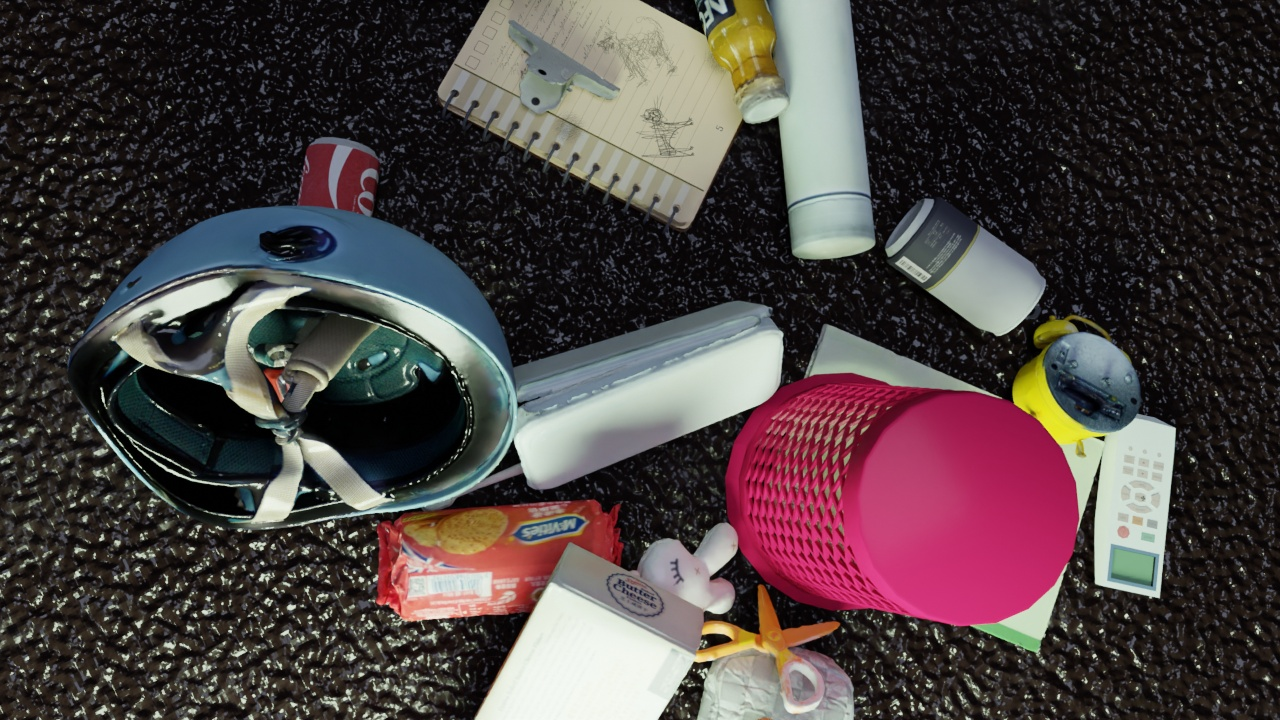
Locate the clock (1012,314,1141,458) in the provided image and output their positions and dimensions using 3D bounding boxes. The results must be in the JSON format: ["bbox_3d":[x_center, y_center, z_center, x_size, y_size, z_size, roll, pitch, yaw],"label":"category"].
[{"bbox_3d":[0.348,0.014,0.730,0.083,0.057,0.118,28,66,0],"label":"clock"}]

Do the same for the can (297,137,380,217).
[{"bbox_3d":[-0.227,-0.112,0.683,0.054,0.054,0.096,7,82,-6],"label":"can"}]

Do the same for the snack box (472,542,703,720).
[{"bbox_3d":[-0.051,0.234,0.615,0.104,0.057,0.208,27,108,-2],"label":"snack box"}]

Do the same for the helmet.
[{"bbox_3d":[-0.207,-0.006,0.596,0.266,0.226,0.166,0,46,3],"label":"helmet"}]

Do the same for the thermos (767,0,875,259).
[{"bbox_3d":[0.143,-0.198,0.733,0.068,0.068,0.230,-3,83,-7],"label":"thermos"}]

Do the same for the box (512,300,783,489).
[{"bbox_3d":[-0.006,-0.004,0.679,0.216,0.108,0.109,-20,58,-13],"label":"box"}]

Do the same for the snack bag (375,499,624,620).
[{"bbox_3d":[-0.099,0.144,0.656,0.176,0.082,0.082,-2,83,-7],"label":"snack bag"}]

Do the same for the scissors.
[{"bbox_3d":[0.095,0.201,0.643,0.125,0.129,0.011,-5,119,-27],"label":"scissors"}]

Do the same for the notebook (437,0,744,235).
[{"bbox_3d":[-0.030,-0.217,0.736,0.225,0.024,0.167,27,79,-3],"label":"notebook"}]

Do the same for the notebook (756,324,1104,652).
[{"bbox_3d":[0.232,0.101,0.733,0.252,0.010,0.181,22,81,-3],"label":"notebook"}]

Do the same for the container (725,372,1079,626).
[{"bbox_3d":[0.168,0.091,0.606,0.183,0.226,0.183,0,84,-5],"label":"container"}]

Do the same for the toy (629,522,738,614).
[{"bbox_3d":[0.025,0.165,0.658,0.125,0.037,0.076,-10,101,-37],"label":"toy"}]

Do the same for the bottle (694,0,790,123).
[{"bbox_3d":[0.072,-0.279,0.723,0.053,0.053,0.186,-14,80,-9],"label":"bottle"}]

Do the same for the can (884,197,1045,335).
[{"bbox_3d":[0.262,-0.072,0.731,0.127,0.064,0.064,35,80,-1],"label":"can"}]

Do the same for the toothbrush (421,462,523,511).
[{"bbox_3d":[-0.079,0.077,0.695,0.181,0.018,0.015,-21,87,-10],"label":"toothbrush"}]

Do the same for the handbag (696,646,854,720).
[{"bbox_3d":[0.089,0.285,0.635,0.112,0.123,0.171,9,78,6],"label":"handbag"}]

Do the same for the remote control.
[{"bbox_3d":[0.397,0.114,0.743,0.049,0.024,0.143,13,79,-5],"label":"remote control"}]

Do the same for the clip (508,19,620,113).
[{"bbox_3d":[-0.069,-0.221,0.705,0.101,0.038,0.054,32,65,-1],"label":"clip"}]
